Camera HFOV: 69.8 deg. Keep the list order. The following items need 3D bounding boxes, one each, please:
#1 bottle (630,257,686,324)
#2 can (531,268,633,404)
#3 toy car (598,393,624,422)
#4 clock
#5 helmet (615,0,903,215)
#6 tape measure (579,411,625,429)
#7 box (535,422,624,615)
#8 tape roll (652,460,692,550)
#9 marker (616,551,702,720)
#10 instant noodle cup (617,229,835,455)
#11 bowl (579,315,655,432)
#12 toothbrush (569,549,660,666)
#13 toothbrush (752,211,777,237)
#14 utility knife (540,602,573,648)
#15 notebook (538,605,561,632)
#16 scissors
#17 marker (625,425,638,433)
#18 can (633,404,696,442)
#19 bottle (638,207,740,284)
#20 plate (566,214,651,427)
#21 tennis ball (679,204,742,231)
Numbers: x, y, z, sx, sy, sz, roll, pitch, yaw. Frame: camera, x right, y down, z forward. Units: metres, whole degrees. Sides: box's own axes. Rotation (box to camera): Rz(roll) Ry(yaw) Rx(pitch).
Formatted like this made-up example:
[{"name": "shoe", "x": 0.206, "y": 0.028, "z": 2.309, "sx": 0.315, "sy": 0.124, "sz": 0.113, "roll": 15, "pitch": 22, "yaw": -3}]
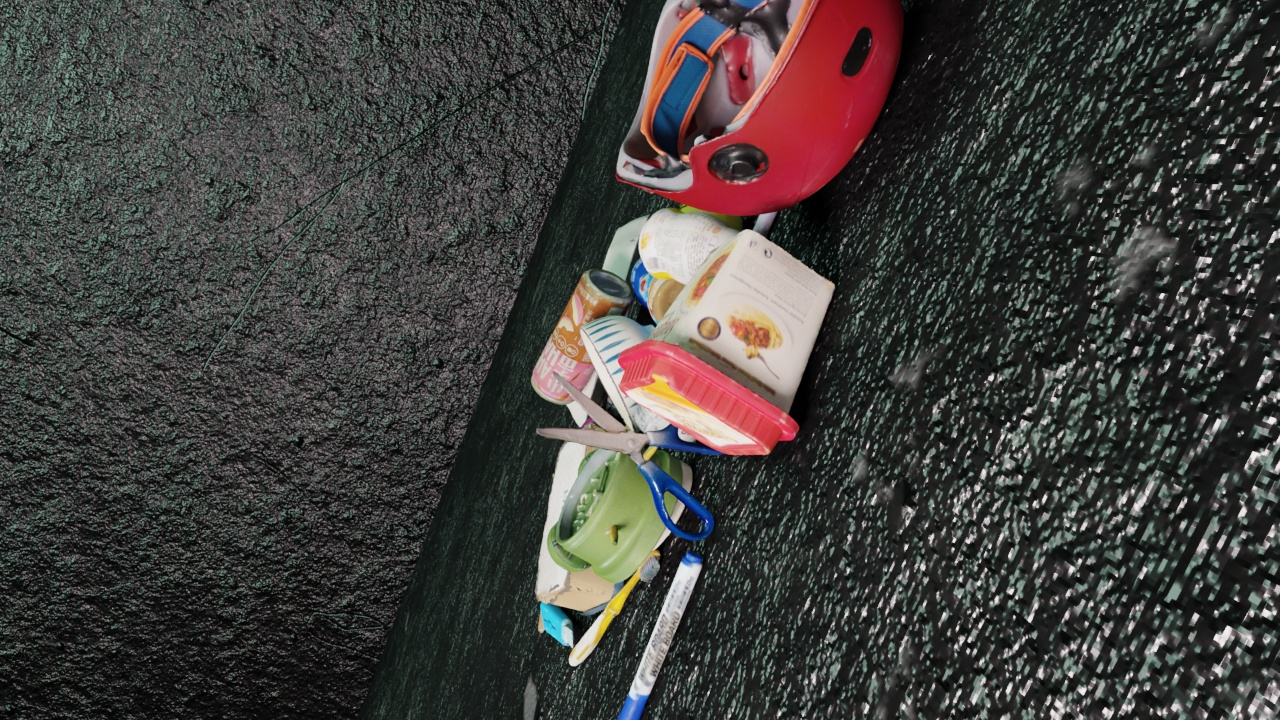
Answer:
[{"name": "bottle", "x": 0.027, "y": -0.077, "z": 0.930, "sx": 0.218, "sy": 0.065, "sz": 0.065, "roll": -119, "pitch": 50, "yaw": -73}, {"name": "can", "x": -0.063, "y": -0.024, "z": 0.964, "sx": 0.148, "sy": 0.058, "sz": 0.057, "roll": -59, "pitch": 17, "yaw": 31}, {"name": "toy car", "x": -0.028, "y": 0.049, "z": 1.030, "sx": 0.106, "sy": 0.031, "sz": 0.048, "roll": 114, "pitch": 169, "yaw": -47}, {"name": "clock", "x": -0.027, "y": 0.122, "z": 0.768, "sx": 0.162, "sy": 0.056, "sz": 0.116, "roll": -32, "pitch": 30, "yaw": 62}, {"name": "helmet", "x": 0.103, "y": -0.200, "z": 0.655, "sx": 0.241, "sy": 0.144, "sz": 0.206, "roll": -16, "pitch": 54, "yaw": 56}, {"name": "tape measure", "x": -0.040, "y": 0.086, "z": 0.992, "sx": 0.058, "sy": 0.039, "sz": 0.057, "roll": -42, "pitch": 32, "yaw": 12}, {"name": "box", "x": -0.052, "y": 0.158, "z": 0.885, "sx": 0.090, "sy": 0.061, "sz": 0.184, "roll": -39, "pitch": 40, "yaw": 55}, {"name": "tape roll", "x": 0.015, "y": 0.122, "z": 0.774, "sx": 0.086, "sy": 0.014, "sz": 0.085, "roll": -54, "pitch": 14, "yaw": 20}, {"name": "marker", "x": 0.014, "y": 0.209, "z": 0.679, "sx": 0.017, "sy": 0.017, "sz": 0.146, "roll": -136, "pitch": 66, "yaw": -75}, {"name": "instant noodle cup", "x": 0.062, "y": -0.013, "z": 0.627, "sx": 0.124, "sy": 0.116, "sz": 0.116, "roll": -61, "pitch": 11, "yaw": -14}, {"name": "bowl", "x": -0.005, "y": 0.005, "z": 0.893, "sx": 0.066, "sy": 0.116, "sz": 0.116, "roll": -28, "pitch": 12, "yaw": -7}, {"name": "toothbrush", "x": -0.025, "y": 0.226, "z": 0.813, "sx": 0.018, "sy": 0.016, "sz": 0.192, "roll": -98, "pitch": 30, "yaw": -46}, {"name": "toothbrush", "x": 0.078, "y": -0.057, "z": 0.801, "sx": 0.021, "sy": 0.029, "sz": 0.189, "roll": -3, "pitch": -60, "yaw": -63}, {"name": "utility knife", "x": -0.082, "y": 0.267, "z": 0.926, "sx": 0.188, "sy": 0.018, "sz": 0.034, "roll": 146, "pitch": 118, "yaw": -74}, {"name": "notebook", "x": -0.070, "y": 0.196, "z": 1.040, "sx": 0.147, "sy": 0.008, "sz": 0.208, "roll": -86, "pitch": 21, "yaw": -46}, {"name": "scissors", "x": 0.003, "y": 0.069, "z": 0.657, "sx": 0.012, "sy": 0.163, "sz": 0.160, "roll": -19, "pitch": 87, "yaw": 51}, {"name": "marker", "x": -0.020, "y": 0.097, "z": 0.960, "sx": 0.124, "sy": 0.015, "sz": 0.018, "roll": -66, "pitch": 18, "yaw": 8}, {"name": "can", "x": 0.049, "y": 0.001, "z": 0.749, "sx": 0.058, "sy": 0.058, "sz": 0.147, "roll": -95, "pitch": 28, "yaw": -60}, {"name": "bottle", "x": 0.053, "y": -0.094, "z": 0.779, "sx": 0.108, "sy": 0.063, "sz": 0.063, "roll": 16, "pitch": 85, "yaw": 37}, {"name": "plate", "x": -0.038, "y": -0.046, "z": 1.080, "sx": 0.162, "sy": 0.034, "sz": 0.266, "roll": -30, "pitch": -44, "yaw": -85}, {"name": "tennis ball", "x": 0.062, "y": -0.121, "z": 0.850, "sx": 0.065, "sy": 0.065, "sz": 0.065, "roll": -161, "pitch": 91, "yaw": -76}]
